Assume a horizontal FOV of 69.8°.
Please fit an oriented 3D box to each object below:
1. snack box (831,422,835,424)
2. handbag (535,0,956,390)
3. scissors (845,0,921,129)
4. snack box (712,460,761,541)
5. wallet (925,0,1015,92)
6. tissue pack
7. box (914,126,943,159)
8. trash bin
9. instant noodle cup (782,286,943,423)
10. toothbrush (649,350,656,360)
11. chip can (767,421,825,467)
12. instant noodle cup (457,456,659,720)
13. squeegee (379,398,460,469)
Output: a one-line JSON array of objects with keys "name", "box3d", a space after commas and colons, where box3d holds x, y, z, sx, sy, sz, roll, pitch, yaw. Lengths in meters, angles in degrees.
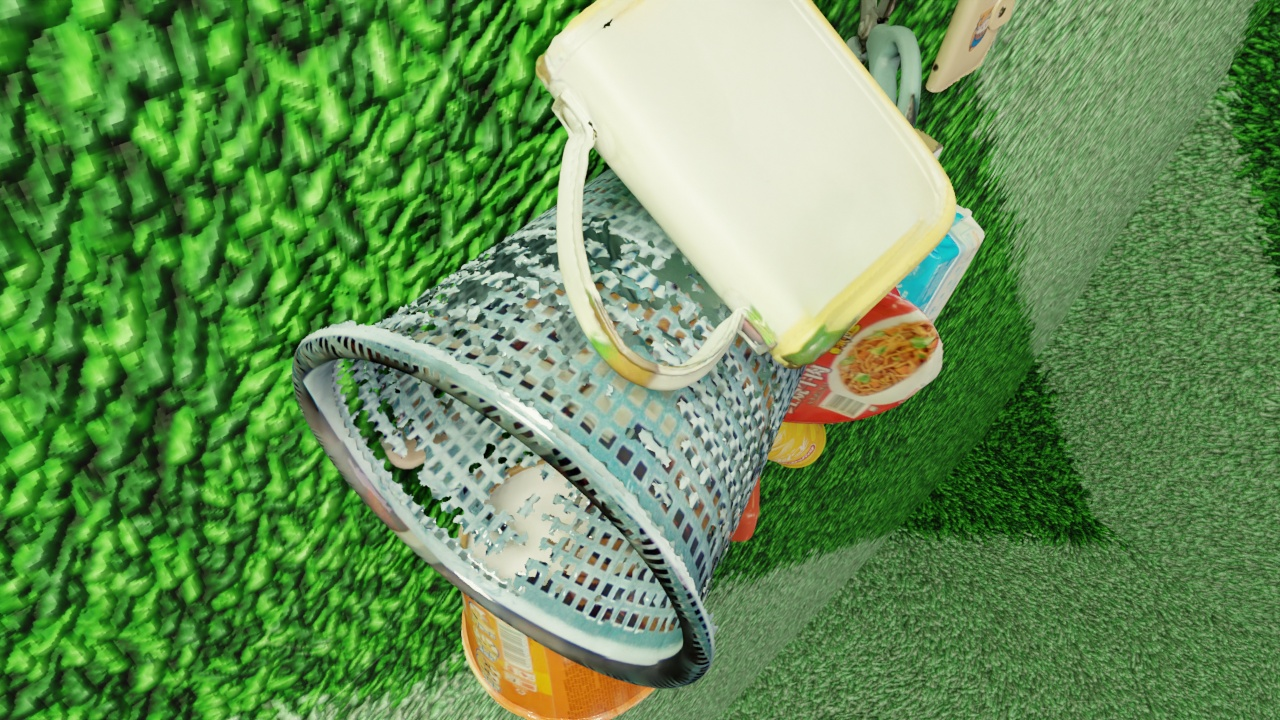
[{"name": "snack box", "box3d": [0.196, -0.013, 0.946, 0.114, 0.063, 0.240, -51, 157, 2]}, {"name": "handbag", "box3d": [0.026, -0.071, 0.377, 0.178, 0.163, 0.063, -41, -177, -30]}, {"name": "scissors", "box3d": [0.135, -0.160, 0.559, 0.179, 0.019, 0.171, -91, -163, -47]}, {"name": "snack box", "box3d": [0.067, 0.116, 0.830, 0.082, 0.080, 0.091, 91, 6, -56]}, {"name": "wallet", "box3d": [0.280, -0.283, 0.749, 0.087, 0.024, 0.115, -36, 152, -32]}, {"name": "tissue pack", "box3d": [0.219, -0.066, 0.766, 0.089, 0.063, 0.140, -26, 147, -43]}, {"name": "box", "box3d": [0.175, -0.127, 0.753, 0.183, 0.059, 0.090, -41, 156, -25]}, {"name": "trash bin", "box3d": [-0.018, 0.013, 0.456, 0.194, 0.227, 0.227, -51, 160, -32]}, {"name": "instant noodle cup", "box3d": [0.128, -0.025, 0.700, 0.194, 0.194, 0.065, 90, 8, -56]}, {"name": "toothbrush", "box3d": [0.032, -0.033, 0.590, 0.188, 0.029, 0.021, -50, 174, -23]}, {"name": "chip can", "box3d": [0.138, 0.069, 0.952, 0.072, 0.072, 0.213, -53, 157, 5]}, {"name": "instant noodle cup", "box3d": [-0.046, 0.137, 0.576, 0.151, 0.151, 0.112, -38, 149, -26]}, {"name": "squeegee", "box3d": [-0.065, 0.081, 0.654, 0.246, 0.040, 0.250, -34, 152, -35]}]
